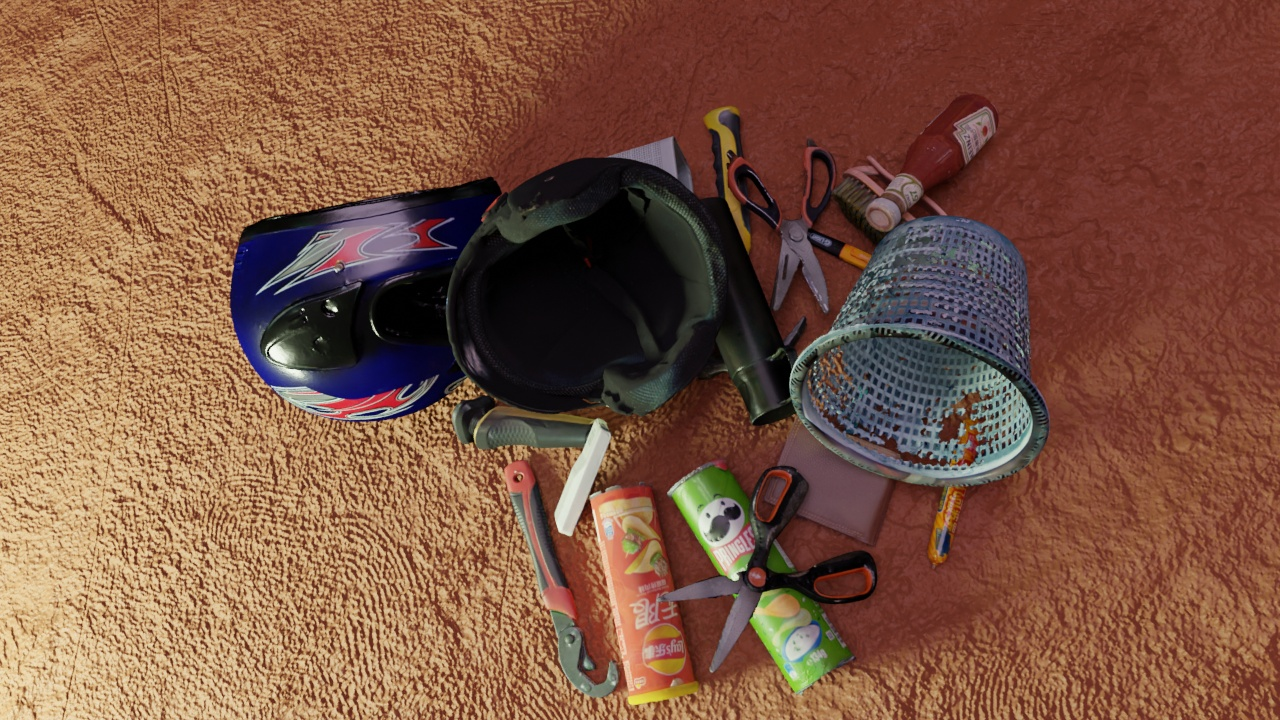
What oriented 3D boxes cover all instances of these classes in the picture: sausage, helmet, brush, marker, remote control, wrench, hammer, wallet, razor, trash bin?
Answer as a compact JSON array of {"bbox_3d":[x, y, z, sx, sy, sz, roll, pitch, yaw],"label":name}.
[{"bbox_3d":[0.317,0.130,0.924,0.021,0.021,0.165,15,80,17],"label":"sausage"},{"bbox_3d":[-0.280,-0.057,1.006,0.316,0.247,0.240,-9,103,11],"label":"helmet"},{"bbox_3d":[0.273,-0.158,0.992,0.073,0.063,0.145,-40,68,1],"label":"brush"},{"bbox_3d":[-0.051,-0.075,0.897,0.275,0.230,0.233,-27,109,8],"label":"helmet"},{"bbox_3d":[0.214,-0.128,1.022,0.124,0.015,0.018,29,78,21],"label":"marker"},{"bbox_3d":[-0.062,0.125,0.990,0.024,0.049,0.125,22,95,-11],"label":"remote control"},{"bbox_3d":[-0.094,0.235,1.000,0.056,0.016,0.273,-27,71,6],"label":"wrench"},{"bbox_3d":[0.113,-0.141,1.042,0.126,0.032,0.323,-7,73,12],"label":"hammer"},{"bbox_3d":[0.199,0.124,0.951,0.124,0.032,0.101,20,84,18],"label":"wallet"},{"bbox_3d":[-0.128,0.072,1.038,0.167,0.062,0.067,4,45,9],"label":"razor"},{"bbox_3d":[0.278,-0.022,0.875,0.227,0.227,0.194,14,54,17],"label":"trash bin"}]

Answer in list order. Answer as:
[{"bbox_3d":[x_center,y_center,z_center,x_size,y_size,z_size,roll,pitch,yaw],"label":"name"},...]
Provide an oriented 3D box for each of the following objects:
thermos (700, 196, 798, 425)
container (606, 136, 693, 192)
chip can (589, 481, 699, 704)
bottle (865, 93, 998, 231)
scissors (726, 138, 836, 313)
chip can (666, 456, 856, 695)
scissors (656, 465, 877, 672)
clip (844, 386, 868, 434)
[{"bbox_3d":[0.108,-0.058,0.959,0.068,0.090,0.242,-8,67,-32],"label":"thermos"},{"bbox_3d":[-0.001,-0.189,1.053,0.111,0.090,0.090,-10,73,13],"label":"container"},{"bbox_3d":[0.001,0.238,0.947,0.073,0.073,0.216,-17,71,9],"label":"chip can"},{"bbox_3d":[0.303,-0.206,0.960,0.060,0.060,0.205,35,62,20],"label":"bottle"},{"bbox_3d":[0.167,-0.157,1.016,0.188,0.015,0.226,-38,78,-18],"label":"scissors"},{"bbox_3d":[0.119,0.213,0.924,0.072,0.072,0.236,-35,71,3],"label":"chip can"},{"bbox_3d":[0.130,0.199,0.879,0.229,0.022,0.220,16,57,-7],"label":"scissors"},{"bbox_3d":[0.228,0.051,0.968,0.013,0.038,0.055,18,90,18],"label":"clip"}]
